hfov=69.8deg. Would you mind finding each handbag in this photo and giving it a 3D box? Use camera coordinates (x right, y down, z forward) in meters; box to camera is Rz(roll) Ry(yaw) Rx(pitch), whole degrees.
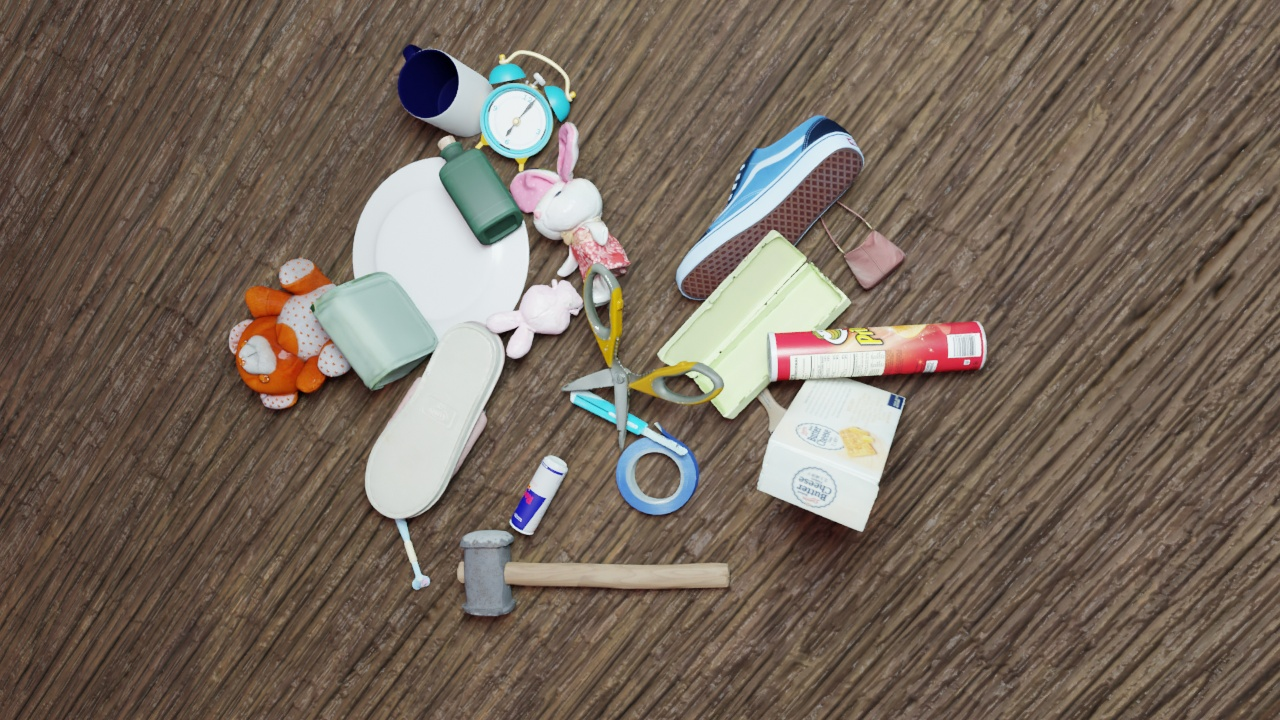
[{"bbox_3d":[0.227,-0.137,0.989,0.055,0.029,0.119,-42,75,15],"label":"handbag"},{"bbox_3d":[-0.319,-0.035,1.097,0.067,0.105,0.122,-37,89,32],"label":"handbag"}]

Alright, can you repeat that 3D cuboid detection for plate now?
[{"bbox_3d":[-0.253,-0.130,1.132,0.243,0.016,0.242,0,92,16],"label":"plate"}]

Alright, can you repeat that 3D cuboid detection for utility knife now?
[{"bbox_3d":[-0.013,0.068,1.055,0.162,0.015,0.022,24,100,23],"label":"utility knife"}]

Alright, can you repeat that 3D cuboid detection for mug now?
[{"bbox_3d":[-0.235,-0.325,1.079,0.079,0.096,0.112,-40,81,13],"label":"mug"}]

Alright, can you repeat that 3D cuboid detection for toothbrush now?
[{"bbox_3d":[-0.298,0.212,1.154,0.022,0.016,0.155,-18,86,-16],"label":"toothbrush"}]

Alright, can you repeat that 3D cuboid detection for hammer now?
[{"bbox_3d":[-0.059,0.251,1.073,0.329,0.052,0.098,-1,91,13],"label":"hammer"}]

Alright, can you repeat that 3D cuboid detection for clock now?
[{"bbox_3d":[-0.138,-0.293,1.070,0.099,0.043,0.130,26,107,-9],"label":"clock"}]

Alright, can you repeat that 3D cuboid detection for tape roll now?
[{"bbox_3d":[0.020,0.132,1.058,0.091,0.016,0.093,45,103,11],"label":"tape roll"}]

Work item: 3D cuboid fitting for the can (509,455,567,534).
[{"bbox_3d":[-0.121,0.160,1.092,0.032,0.032,0.095,31,100,13],"label":"can"}]

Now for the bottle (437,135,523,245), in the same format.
[{"bbox_3d":[-0.197,-0.207,1.078,0.061,0.061,0.131,-32,79,-5],"label":"bottle"}]

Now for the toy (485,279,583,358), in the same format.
[{"bbox_3d":[-0.122,-0.052,1.072,0.110,0.047,0.063,-32,92,-9],"label":"toy"}]

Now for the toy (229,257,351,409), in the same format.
[{"bbox_3d":[-0.441,-0.025,1.151,0.173,0.092,0.163,-34,83,16],"label":"toy"}]

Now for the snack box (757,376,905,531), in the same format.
[{"bbox_3d":[0.193,0.079,0.907,0.104,0.207,0.058,20,115,15],"label":"snack box"}]

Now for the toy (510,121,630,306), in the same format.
[{"bbox_3d":[-0.075,-0.154,1.043,0.159,0.084,0.194,-25,89,53],"label":"toy"}]

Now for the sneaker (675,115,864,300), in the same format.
[{"bbox_3d":[0.129,-0.169,1.002,0.242,0.083,0.098,-42,45,20],"label":"sneaker"}]

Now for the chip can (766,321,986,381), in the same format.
[{"bbox_3d":[0.241,-0.010,0.947,0.215,0.052,0.052,-3,90,3],"label":"chip can"}]

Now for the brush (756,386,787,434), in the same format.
[{"bbox_3d":[0.160,0.072,1.018,0.039,0.012,0.151,-38,80,14],"label":"brush"}]

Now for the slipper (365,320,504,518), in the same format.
[{"bbox_3d":[-0.245,0.074,1.116,0.114,0.054,0.275,36,103,13],"label":"slipper"}]

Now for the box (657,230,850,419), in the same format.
[{"bbox_3d":[0.122,-0.039,1.001,0.127,0.066,0.188,39,103,-10],"label":"box"}]

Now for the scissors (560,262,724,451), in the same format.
[{"bbox_3d":[-0.007,0.006,1.002,0.230,0.016,0.225,11,117,32],"label":"scissors"}]
